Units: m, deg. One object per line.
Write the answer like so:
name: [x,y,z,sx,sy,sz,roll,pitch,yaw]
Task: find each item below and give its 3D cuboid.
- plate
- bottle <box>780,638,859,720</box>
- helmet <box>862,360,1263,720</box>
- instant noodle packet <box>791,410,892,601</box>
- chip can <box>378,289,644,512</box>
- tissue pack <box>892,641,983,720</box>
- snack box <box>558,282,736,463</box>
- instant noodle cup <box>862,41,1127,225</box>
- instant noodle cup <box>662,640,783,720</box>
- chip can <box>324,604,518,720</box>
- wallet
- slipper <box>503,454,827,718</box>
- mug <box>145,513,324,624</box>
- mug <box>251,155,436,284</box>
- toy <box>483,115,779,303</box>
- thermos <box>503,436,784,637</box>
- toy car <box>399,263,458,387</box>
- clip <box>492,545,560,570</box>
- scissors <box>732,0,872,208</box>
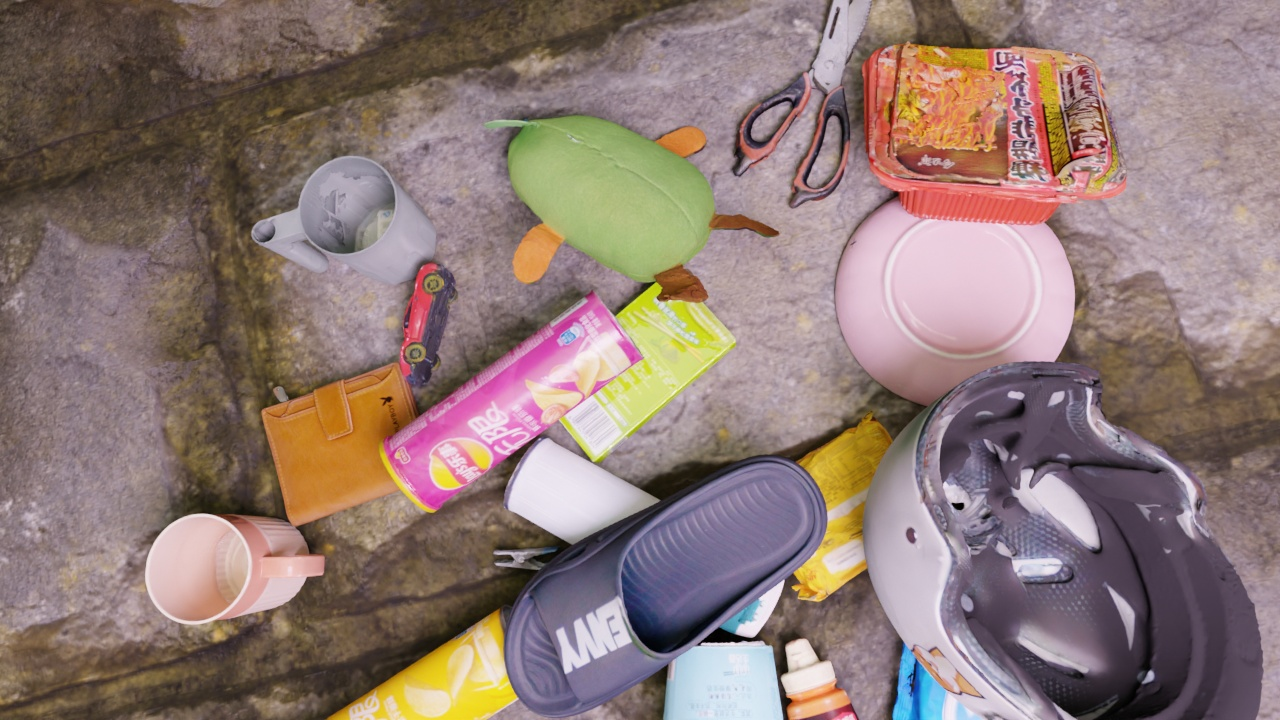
plate: [0.257,-0.057,0.744,0.192,0.039,0.192,-1,80,6]
bottle: [0.142,0.285,0.691,0.067,0.067,0.149,-19,72,3]
helmet: [0.257,0.143,0.619,0.274,0.157,0.229,47,62,-5]
instant noodle packet: [0.156,0.116,0.724,0.128,0.044,0.110,-29,72,-3]
chip can: [-0.101,0.032,0.728,0.210,0.071,0.071,-36,78,1]
tissue pack: [0.269,0.261,0.681,0.157,0.052,0.095,9,82,8]
snack box: [-0.005,0.005,0.771,0.156,0.026,0.086,-41,78,-1]
instant noodle cup: [0.267,-0.175,0.725,0.189,0.079,0.164,6,55,7]
instant noodle cup: [0.063,0.272,0.683,0.111,0.111,0.120,-2,71,6]
chip can: [-0.178,0.279,0.721,0.213,0.072,0.072,-32,78,1]
wallet: [-0.253,0.065,0.790,0.131,0.035,0.119,-20,84,2]
slipper: [0.008,0.156,0.644,0.268,0.083,0.110,-34,78,5]
mug: [-0.312,0.165,0.739,0.114,0.106,0.081,-3,80,6]
mug: [-0.247,-0.110,0.780,0.124,0.103,0.083,-16,79,5]
toy: [-0.015,-0.132,0.759,0.247,0.090,0.226,36,58,20]
thermos: [0.004,0.141,0.725,0.224,0.073,0.073,27,84,12]
toy car: [-0.185,-0.030,0.787,0.031,0.049,0.106,9,82,9]
clip: [-0.094,0.163,0.757,0.058,0.026,0.042,-2,87,10]
scissors: [0.148,-0.242,0.801,0.206,0.015,0.201,-23,78,3]
